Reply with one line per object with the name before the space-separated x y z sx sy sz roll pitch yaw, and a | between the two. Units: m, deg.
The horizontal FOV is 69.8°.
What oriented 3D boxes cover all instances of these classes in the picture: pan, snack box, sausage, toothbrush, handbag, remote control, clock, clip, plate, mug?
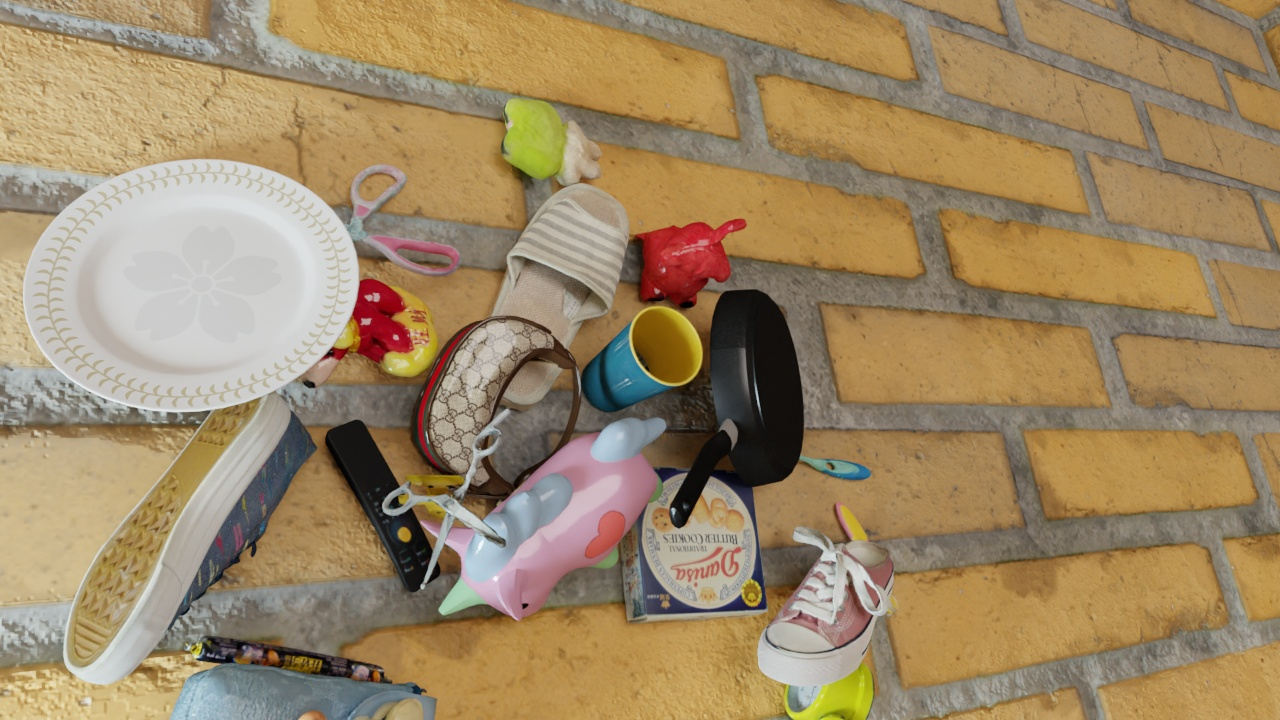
pan | 0.099 0.055 0.876 0.354 0.044 0.204 -51 128 -60
snack box | 0.050 0.179 0.898 0.144 0.043 0.145 6 67 -31
sausage | -0.264 0.230 0.698 0.155 0.020 0.020 20 61 -24
toothbrush | 0.253 0.219 1.023 0.021 0.016 0.135 -22 84 -35
toothbrush | 0.209 0.119 1.040 0.135 0.017 0.022 15 63 -29
handbag | -0.228 0.275 0.641 0.191 0.119 0.121 23 60 -28
remote control | -0.216 0.122 0.769 0.152 0.020 0.041 61 32 2
clock | 0.180 0.336 0.891 0.057 0.083 0.118 30 54 -12
handbag | -0.124 0.046 0.817 0.138 0.063 0.166 29 77 -21
clip | -0.174 0.114 0.781 0.054 0.048 0.045 -2 85 8
plate | -0.351 -0.064 0.732 0.242 0.016 0.242 6 58 -11
mug | -0.005 0.005 0.885 0.078 0.122 0.078 12 66 -27

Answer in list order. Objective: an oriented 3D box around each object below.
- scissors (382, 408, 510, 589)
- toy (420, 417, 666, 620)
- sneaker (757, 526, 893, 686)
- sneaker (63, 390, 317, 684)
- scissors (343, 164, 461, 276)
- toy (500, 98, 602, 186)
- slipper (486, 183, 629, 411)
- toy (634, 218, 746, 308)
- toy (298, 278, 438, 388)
scissors | -0.142 0.103 0.726 0.174 0.142 0.014 -62 139 -35
toy | -0.066 0.127 0.773 0.120 0.171 0.222 37 90 28
sneaker | 0.192 0.228 0.905 0.240 0.118 0.088 -28 123 -52
sneaker | -0.324 0.129 0.679 0.079 0.088 0.234 54 47 -41
scissors | -0.249 -0.128 0.838 0.170 0.014 0.168 7 53 -26
toy | -0.093 -0.228 0.976 0.117 0.043 0.092 15 61 -30
slipper | -0.084 -0.073 0.914 0.114 0.054 0.271 31 60 -10
toy | 0.050 -0.126 0.976 0.088 0.133 0.094 16 54 -37
toy | -0.240 -0.029 0.796 0.137 0.067 0.105 -13 71 -43
